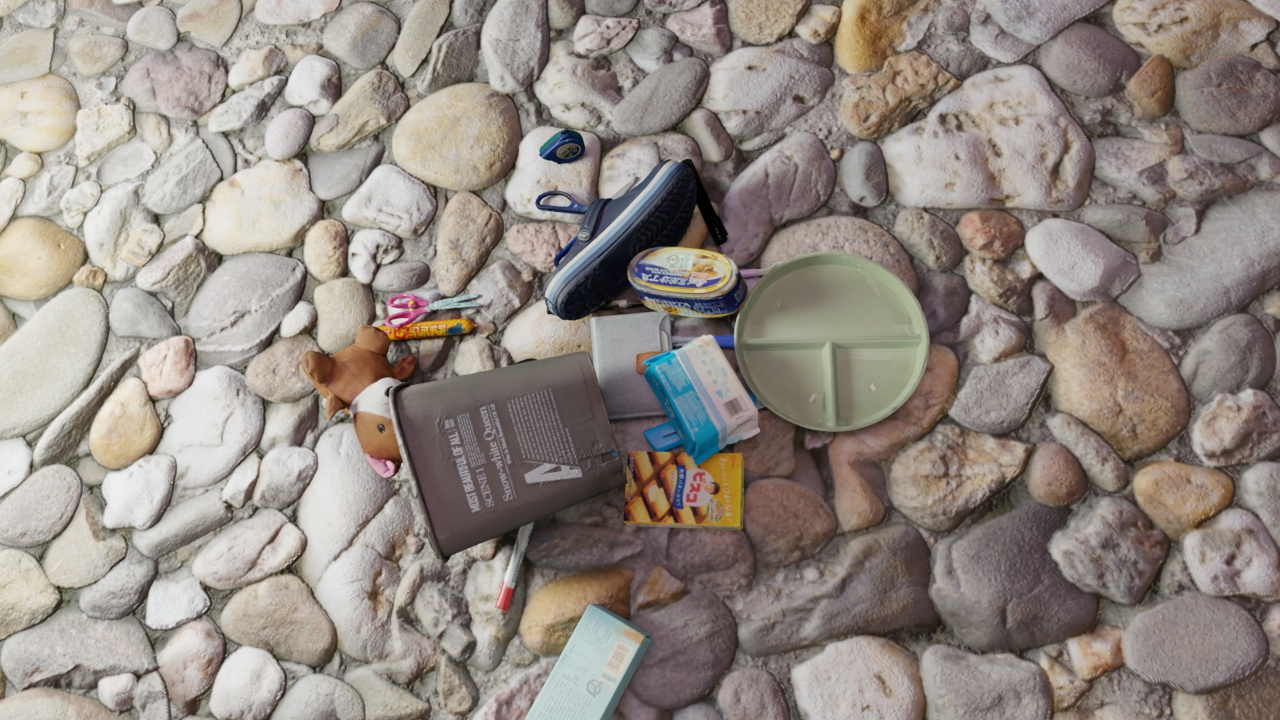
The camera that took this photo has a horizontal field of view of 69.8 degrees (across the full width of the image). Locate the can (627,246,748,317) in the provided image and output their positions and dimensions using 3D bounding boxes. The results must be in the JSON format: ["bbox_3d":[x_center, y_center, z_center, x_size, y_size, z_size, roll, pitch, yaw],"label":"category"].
[{"bbox_3d":[0.057,-0.098,1.134,0.148,0.049,0.074,9,67,26],"label":"can"}]

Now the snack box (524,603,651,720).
[{"bbox_3d":[-0.062,0.366,1.020,0.074,0.051,0.174,26,76,20],"label":"snack box"}]

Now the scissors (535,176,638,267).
[{"bbox_3d":[-0.070,-0.193,1.245,0.162,0.012,0.175,29,76,18],"label":"scissors"}]

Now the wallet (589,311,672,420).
[{"bbox_3d":[-0.007,0.007,1.135,0.106,0.037,0.129,-5,83,8],"label":"wallet"}]

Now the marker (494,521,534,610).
[{"bbox_3d":[-0.146,0.228,1.106,0.017,0.017,0.145,11,73,15],"label":"marker"}]

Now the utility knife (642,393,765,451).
[{"bbox_3d":[0.094,0.069,1.115,0.185,0.018,0.034,-21,67,2],"label":"utility knife"}]

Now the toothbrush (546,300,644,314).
[{"bbox_3d":[-0.033,-0.075,1.195,0.186,0.012,0.017,-5,64,10],"label":"toothbrush"}]

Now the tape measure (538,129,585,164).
[{"bbox_3d":[-0.105,-0.296,1.266,0.058,0.054,0.025,-30,66,34],"label":"tape measure"}]

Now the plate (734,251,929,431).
[{"bbox_3d":[0.229,-0.023,1.108,0.230,0.027,0.230,-2,72,5],"label":"plate"}]

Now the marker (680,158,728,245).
[{"bbox_3d":[0.083,-0.212,1.216,0.020,0.022,0.132,-8,64,-31],"label":"marker"}]

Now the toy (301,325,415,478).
[{"bbox_3d":[-0.326,0.050,1.157,0.139,0.131,0.199,-30,73,-28],"label":"toy"}]

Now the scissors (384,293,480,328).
[{"bbox_3d":[-0.279,-0.067,1.229,0.137,0.017,0.076,-1,44,8],"label":"scissors"}]

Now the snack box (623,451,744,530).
[{"bbox_3d":[0.052,0.153,1.085,0.140,0.034,0.086,1,71,10],"label":"snack box"}]

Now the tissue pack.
[{"bbox_3d":[0.070,0.043,1.079,0.090,0.063,0.140,-25,73,-14],"label":"tissue pack"}]

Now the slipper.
[{"bbox_3d":[-0.032,-0.158,1.178,0.252,0.105,0.095,-46,64,-5],"label":"slipper"}]

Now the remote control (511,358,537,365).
[{"bbox_3d":[-0.182,0.044,1.171,0.136,0.024,0.053,-29,67,-11],"label":"remote control"}]

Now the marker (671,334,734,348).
[{"bbox_3d":[0.048,-0.024,1.157,0.146,0.017,0.016,0,70,11],"label":"marker"}]

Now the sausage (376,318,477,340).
[{"bbox_3d":[-0.298,-0.041,1.230,0.165,0.021,0.021,-5,70,10],"label":"sausage"}]

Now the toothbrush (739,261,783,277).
[{"bbox_3d":[0.092,-0.107,1.178,0.190,0.029,0.020,-4,28,11],"label":"toothbrush"}]

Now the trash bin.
[{"bbox_3d":[-0.143,0.092,1.034,0.219,0.198,0.199,-16,93,-5],"label":"trash bin"}]
